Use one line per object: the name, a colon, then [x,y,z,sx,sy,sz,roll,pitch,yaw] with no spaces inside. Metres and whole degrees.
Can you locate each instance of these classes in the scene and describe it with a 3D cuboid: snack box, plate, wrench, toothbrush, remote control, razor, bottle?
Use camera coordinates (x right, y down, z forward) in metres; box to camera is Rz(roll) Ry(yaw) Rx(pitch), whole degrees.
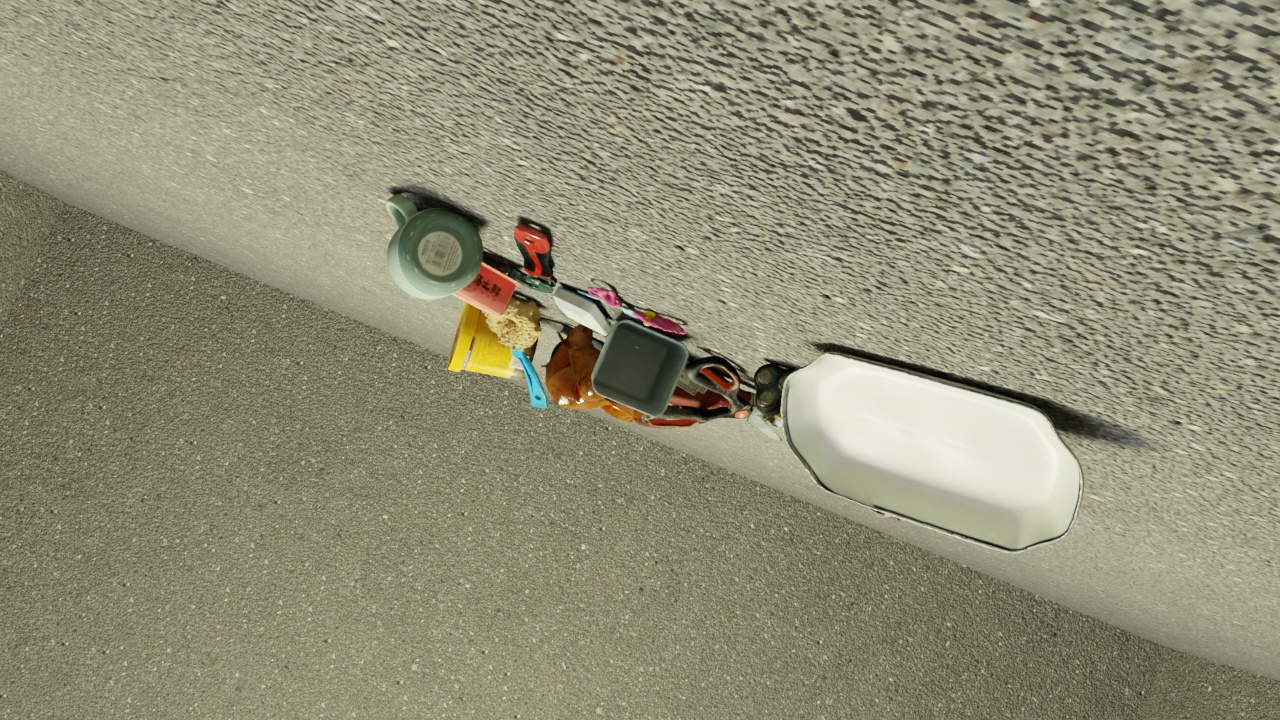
snack box: [-0.207,-0.097,1.051,0.113,0.044,0.127,29,175,-21]
plate: [0.250,0.073,0.807,0.266,0.034,0.162,16,129,32]
wrench: [-0.109,-0.099,0.930,0.056,0.016,0.273,22,173,-5]
toothbrush: [-0.168,-0.067,1.317,0.189,0.016,0.014,22,173,15]
remote control: [-0.067,-0.056,1.074,0.049,0.024,0.125,26,175,12]
razor: [0.159,0.040,1.039,0.067,0.062,0.167,51,-176,11]
bottle: [0.095,0.043,1.188,0.206,0.059,0.060,18,174,-15]

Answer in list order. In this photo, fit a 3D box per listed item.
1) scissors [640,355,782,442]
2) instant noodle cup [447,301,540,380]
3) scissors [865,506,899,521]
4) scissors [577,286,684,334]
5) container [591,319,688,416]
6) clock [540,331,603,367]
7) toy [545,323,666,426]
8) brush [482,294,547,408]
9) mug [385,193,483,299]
scissors: [0.110,0.057,1.142,0.221,0.021,0.228,-9,144,5]
instant noodle cup: [-0.218,-0.028,1.375,0.114,0.118,0.118,17,174,-14]
scissors: [0.268,0.121,1.108,0.199,0.015,0.205,28,153,25]
scissors: [-0.015,-0.055,0.982,0.133,0.017,0.134,22,178,25]
container: [-0.006,0.006,1.075,0.090,0.090,0.111,23,180,-7]
clock: [-0.080,0.009,1.354,0.122,0.082,0.055,26,176,-20]
toy: [-0.035,0.022,1.259,0.131,0.140,0.199,-28,150,21]
brush: [-0.164,-0.007,1.297,0.083,0.045,0.255,10,147,13]
mug: [-0.210,-0.115,0.902,0.112,0.082,0.106,56,164,-12]
